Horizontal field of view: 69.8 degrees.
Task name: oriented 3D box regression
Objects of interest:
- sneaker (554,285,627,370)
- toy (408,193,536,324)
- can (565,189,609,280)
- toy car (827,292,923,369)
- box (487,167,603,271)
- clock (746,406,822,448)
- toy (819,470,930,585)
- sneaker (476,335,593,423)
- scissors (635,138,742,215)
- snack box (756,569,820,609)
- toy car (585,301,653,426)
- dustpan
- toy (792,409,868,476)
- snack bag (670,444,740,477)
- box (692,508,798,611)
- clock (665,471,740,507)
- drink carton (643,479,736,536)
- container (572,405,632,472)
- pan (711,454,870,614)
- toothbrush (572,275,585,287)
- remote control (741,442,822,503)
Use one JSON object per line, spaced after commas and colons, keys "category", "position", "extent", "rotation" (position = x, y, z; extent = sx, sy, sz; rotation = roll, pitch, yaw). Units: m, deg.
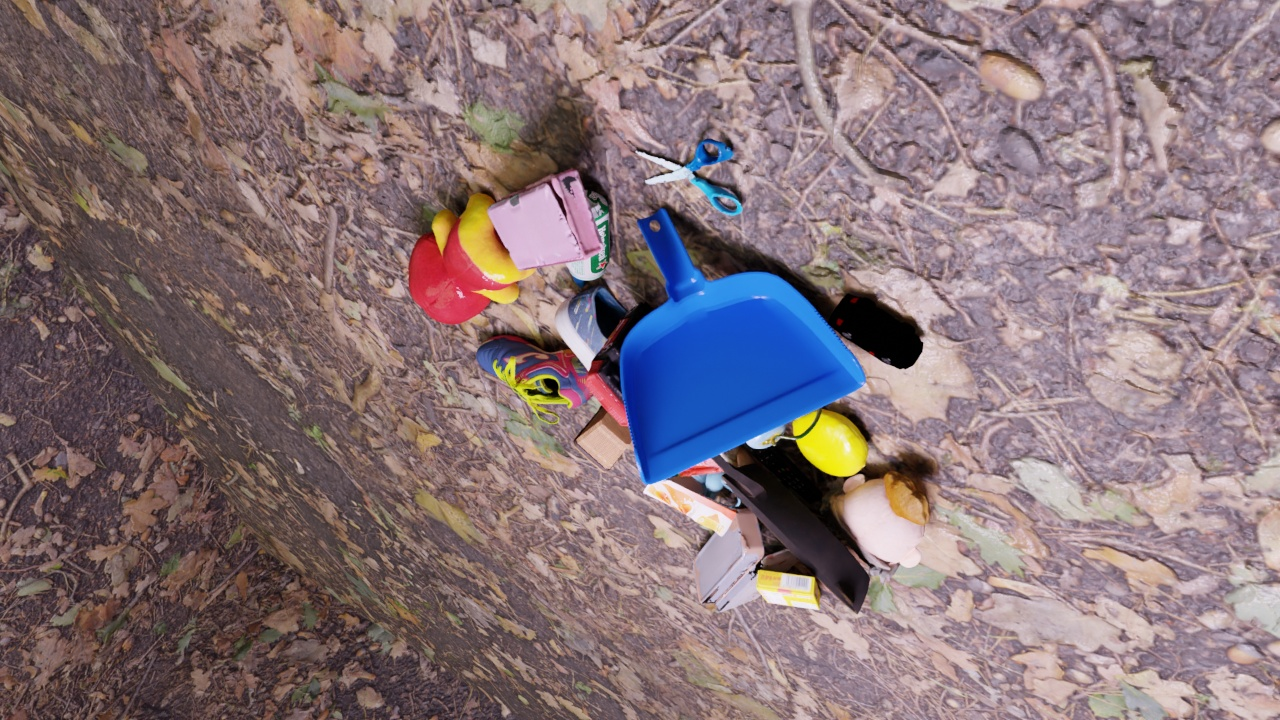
{"category": "sneaker", "position": [-0.007, 0.007, 1.126], "extent": [0.235, 0.087, 0.079], "rotation": [48, 140, -4]}
{"category": "toy", "position": [-0.231, -0.121, 1.192], "extent": [0.217, 0.098, 0.147], "rotation": [-25, 103, 49]}
{"category": "can", "position": [-0.061, -0.141, 1.030], "extent": [0.053, 0.053, 0.101], "rotation": [26, 144, 20]}
{"category": "toy car", "position": [0.228, -0.026, 0.891], "extent": [0.092, 0.042, 0.036], "rotation": [34, 172, 8]}
{"category": "box", "position": [-0.110, -0.145, 1.002], "extent": [0.233, 0.046, 0.098], "rotation": [9, 118, 66]}
{"category": "clock", "position": [0.119, 0.033, 1.001], "extent": [0.162, 0.117, 0.060], "rotation": [28, 157, 30]}
{"category": "toy", "position": [0.278, 0.175, 1.047], "extent": [0.132, 0.076, 0.176], "rotation": [49, 151, 10]}
{"category": "sneaker", "position": [-0.161, 0.018, 1.284], "extent": [0.242, 0.090, 0.116], "rotation": [7, 137, 41]}
{"category": "scissors", "position": [0.046, -0.194, 0.903], "extent": [0.133, 0.015, 0.104], "rotation": [29, 149, 24]}
{"category": "snack box", "position": [0.205, 0.316, 1.260], "extent": [0.075, 0.025, 0.152], "rotation": [4, 159, 16]}
{"category": "toy car", "position": [-0.005, 0.000, 1.031], "extent": [0.056, 0.188, 0.081], "rotation": [-33, 104, 31]}
{"category": "dustpan", "position": [0.062, -0.041, 0.946], "extent": [0.059, 0.245, 0.257], "rotation": [64, -179, -69]}
{"category": "toy", "position": [0.215, 0.093, 1.044], "extent": [0.094, 0.041, 0.096], "rotation": [37, 148, 14]}
{"category": "snack bag", "position": [0.056, 0.113, 1.204], "extent": [0.155, 0.044, 0.087], "rotation": [-9, 101, 41]}
{"category": "box", "position": [0.142, 0.289, 1.331], "extent": [0.107, 0.094, 0.217], "rotation": [54, 151, 20]}
{"category": "clock", "position": [0.084, 0.165, 1.266], "extent": [0.123, 0.041, 0.088], "rotation": [30, 146, 6]}
{"category": "drink carton", "position": [0.065, 0.192, 1.242], "extent": [0.122, 0.038, 0.069], "rotation": [26, 146, 1]}
{"category": "container", "position": [-0.030, 0.085, 1.223], "extent": [0.063, 0.113, 0.061], "rotation": [42, 134, -3]}
{"category": "pan", "position": [0.157, 0.168, 1.084], "extent": [0.356, 0.043, 0.249], "rotation": [48, 176, -32]}
{"category": "toothbrush", "position": [-0.077, -0.133, 1.090], "extent": [0.021, 0.016, 0.132], "rotation": [29, 145, 25]}
{"category": "remote control", "position": [0.177, 0.133, 1.154], "extent": [0.124, 0.010, 0.039], "rotation": [42, 147, -3]}
